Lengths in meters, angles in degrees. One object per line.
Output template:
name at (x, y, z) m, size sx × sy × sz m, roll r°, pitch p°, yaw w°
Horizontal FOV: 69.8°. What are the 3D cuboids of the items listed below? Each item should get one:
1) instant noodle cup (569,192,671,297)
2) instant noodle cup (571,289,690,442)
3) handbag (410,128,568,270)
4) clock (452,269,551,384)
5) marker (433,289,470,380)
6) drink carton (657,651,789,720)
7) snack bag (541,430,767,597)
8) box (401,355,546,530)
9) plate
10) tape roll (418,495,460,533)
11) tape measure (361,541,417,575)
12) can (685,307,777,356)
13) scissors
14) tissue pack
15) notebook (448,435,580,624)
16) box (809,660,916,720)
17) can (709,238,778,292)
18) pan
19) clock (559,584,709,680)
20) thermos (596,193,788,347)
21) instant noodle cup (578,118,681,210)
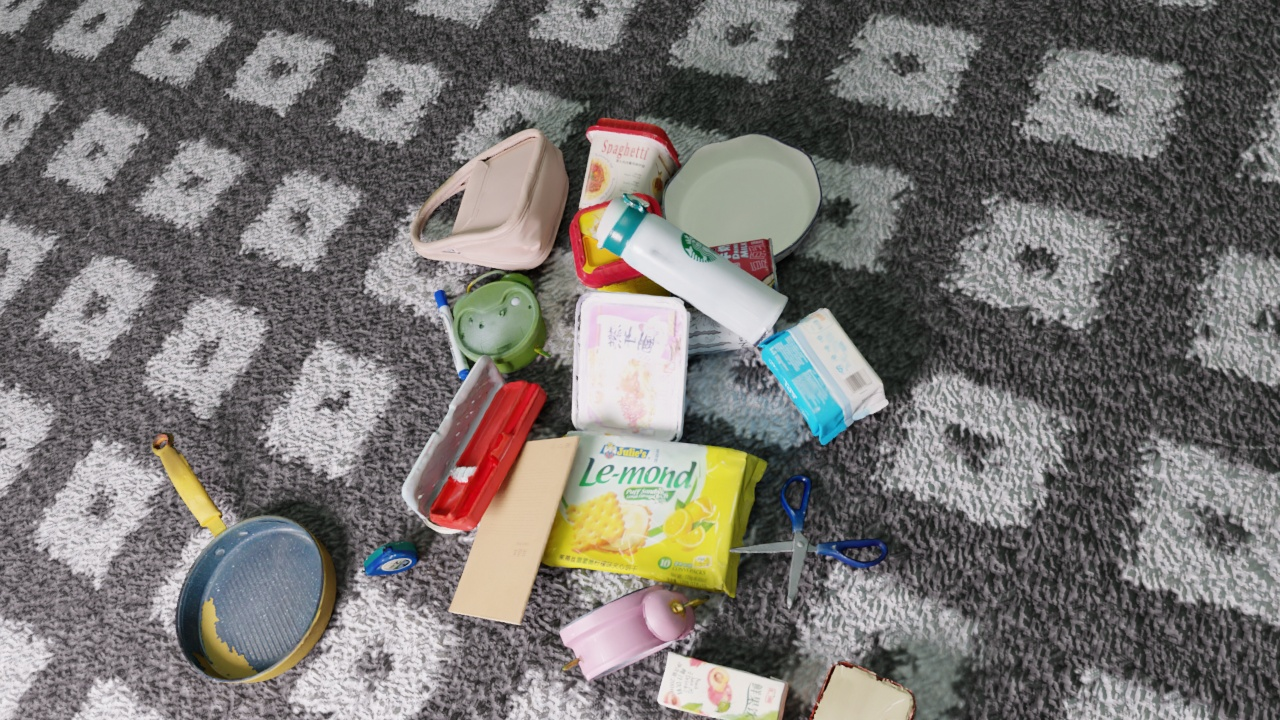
instant noodle cup at (-0.016, -0.126, 1.141) m, size 0.116 × 0.124 × 0.116 m, roll -16°, pitch 61°, yaw 8°
instant noodle cup at (-0.006, 0.006, 1.073) m, size 0.138 × 0.060 × 0.173 m, roll 6°, pitch 100°, yaw 19°
handbag at (-0.222, -0.209, 1.267) m, size 0.235 × 0.093 × 0.192 m, roll -7°, pitch 53°, yaw 24°
clock at (-0.183, -0.053, 1.190) m, size 0.116 × 0.056 × 0.161 m, roll -24°, pitch 60°, yaw 2°
marker at (-0.251, -0.035, 1.223) m, size 0.017 × 0.017 × 0.145 m, roll -25°, pitch 60°, yaw 2°
drink carton at (0.084, 0.335, 0.923) m, size 0.123 × 0.045 × 0.053 m, roll 8°, pitch 72°, yaw 20°
snack bag at (0.006, 0.169, 1.017) m, size 0.247 × 0.068 × 0.157 m, roll 5°, pitch 66°, yaw 19°
box at (-0.205, 0.092, 1.081) m, size 0.095 × 0.098 × 0.201 m, roll -4°, pitch 51°, yaw 45°
plate at (0.131, -0.198, 1.182) m, size 0.205 × 0.045 × 0.204 m, roll -6°, pitch 62°, yaw 12°
tape roll at (-0.229, 0.167, 1.115) m, size 0.086 × 0.014 × 0.085 m, roll -7°, pitch 62°, yaw 13°
tape measure at (-0.290, 0.231, 1.077) m, size 0.058 × 0.054 × 0.025 m, roll -39°, pitch 58°, yaw 32°
can at (0.089, -0.039, 1.105) m, size 0.147 × 0.058 × 0.058 m, roll -8°, pitch 62°, yaw 11°
scissors at (0.178, 0.189, 0.960) m, size 0.162 × 0.012 × 0.173 m, roll 14°, pitch 44°, yaw 4°
tissue pack at (0.204, 0.015, 1.038) m, size 0.090 × 0.063 × 0.140 m, roll -31°, pitch 69°, yaw -3°
notebook at (-0.141, 0.186, 1.035) m, size 0.150 × 0.012 × 0.211 m, roll -12°, pitch 55°, yaw 51°
box at (0.193, 0.375, 0.855) m, size 0.091 × 0.077 × 0.168 m, roll 19°, pitch 71°, yaw 24°
can at (0.113, -0.106, 1.089) m, size 0.094 × 0.066 × 0.066 m, roll -8°, pitch 62°, yaw 8°
pan at (-0.511, 0.227, 1.127) m, size 0.197 × 0.078 × 0.357 m, roll -38°, pitch 60°, yaw -6°
clock at (-0.002, 0.273, 0.941) m, size 0.158 × 0.117 × 0.059 m, roll -28°, pitch 70°, yaw 3°
thermos at (0.055, -0.105, 1.026) m, size 0.224 × 0.073 × 0.073 m, roll 33°, pitch 74°, yaw -1°
instant noodle cup at (-0.020, -0.239, 1.214) m, size 0.116 × 0.116 × 0.124 m, roll 14°, pitch 81°, yaw 21°
